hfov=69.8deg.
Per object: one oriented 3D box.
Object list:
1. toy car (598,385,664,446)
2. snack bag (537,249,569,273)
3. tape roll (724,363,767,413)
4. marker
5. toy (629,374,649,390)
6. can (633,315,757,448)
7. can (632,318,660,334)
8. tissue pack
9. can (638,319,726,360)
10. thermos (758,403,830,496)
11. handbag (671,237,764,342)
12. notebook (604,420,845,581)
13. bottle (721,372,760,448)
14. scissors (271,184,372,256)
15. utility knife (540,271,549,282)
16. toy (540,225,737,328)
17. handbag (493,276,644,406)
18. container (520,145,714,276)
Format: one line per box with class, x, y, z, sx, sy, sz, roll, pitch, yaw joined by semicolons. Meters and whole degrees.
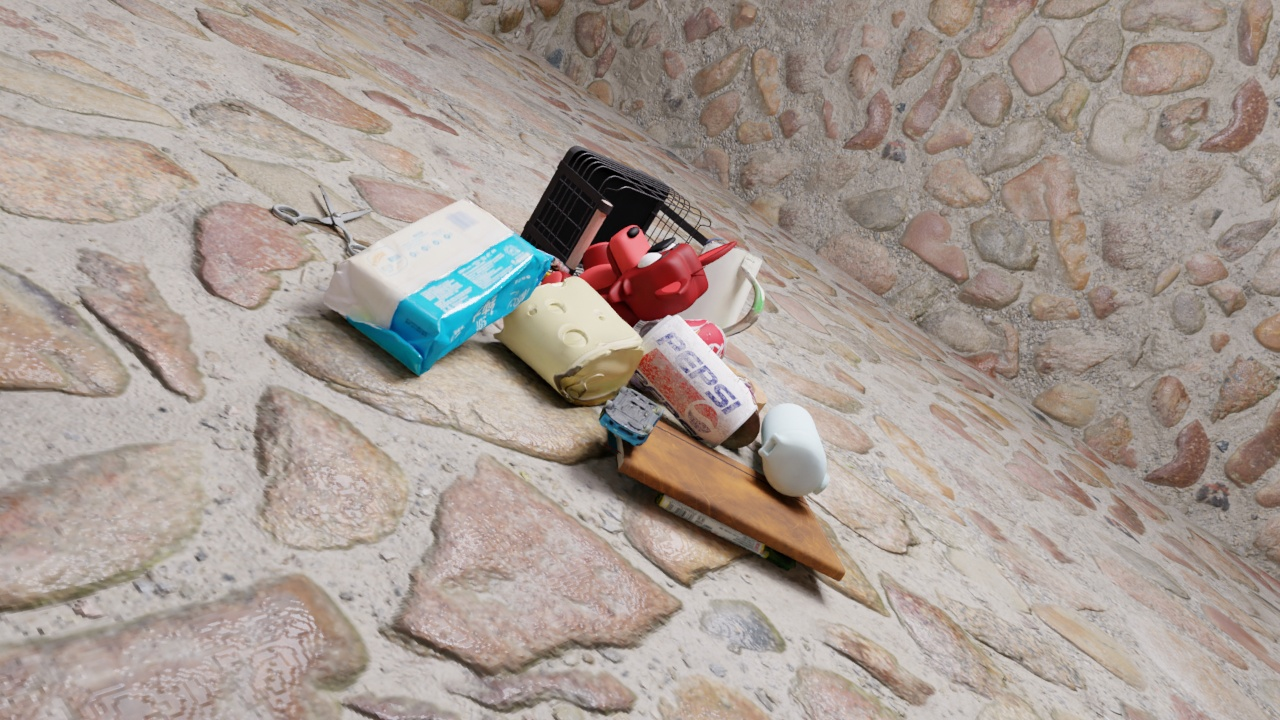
toy car;-0.011;0.053;0.831;0.048;0.032;0.105;31;14;2
snack bag;-0.164;-0.141;1.131;0.155;0.018;0.074;24;-2;10
tape roll;0.117;0.037;1.184;0.094;0.027;0.094;29;18;-11
marker;0.078;0.154;0.834;0.146;0.017;0.017;28;19;-13
toy;-0.006;0.006;1.053;0.080;0.036;0.099;3;30;-37
can;0.054;0.022;0.982;0.136;0.078;0.078;47;19;2
can;0.009;-0.086;1.187;0.063;0.114;0.063;29;19;-11
tissue pack;-0.177;-0.076;0.842;0.117;0.066;0.208;34;42;9
can;0.051;-0.018;1.126;0.104;0.064;0.064;-3;38;-40
thermos;0.166;0.096;1.009;0.078;0.065;0.206;41;10;0
handbag;0.105;-0.081;1.210;0.074;0.151;0.176;25;0;-22
notebook;0.070;0.115;0.894;0.249;0.014;0.178;28;13;-12
bottle;0.110;0.057;1.076;0.056;0.056;0.105;30;18;-7
scissors;-0.312;-0.140;0.961;0.171;0.014;0.141;41;23;23
utility knife;-0.119;-0.106;1.099;0.030;0.017;0.175;31;-9;25
toy;-0.004;-0.094;1.065;0.157;0.198;0.120;-40;112;-50
handbag;-0.071;-0.016;0.932;0.119;0.081;0.111;43;34;23
container;-0.028;-0.172;1.269;0.241;0.163;0.130;10;28;-49
